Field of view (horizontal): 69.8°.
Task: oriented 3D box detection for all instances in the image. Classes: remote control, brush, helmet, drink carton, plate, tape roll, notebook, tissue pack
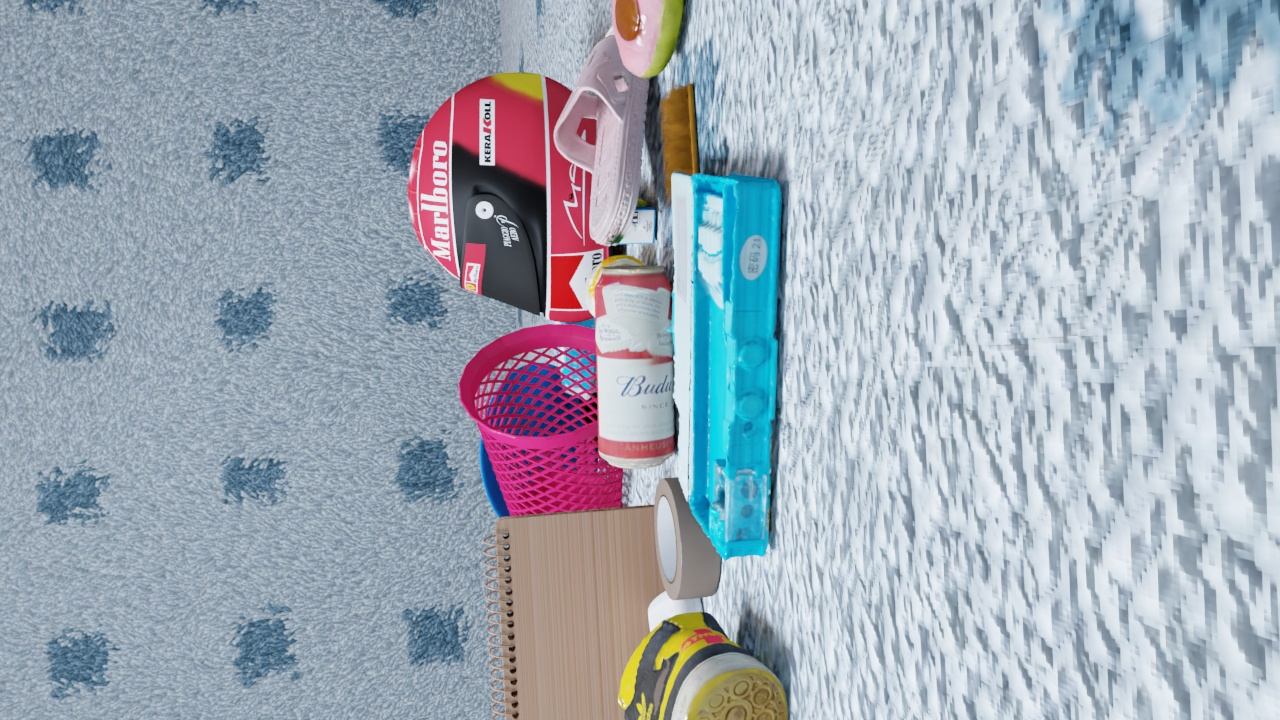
[{"bbox_3d":[0.034,0.250,0.731,0.060,0.025,0.138,-49,42,50],"label":"remote control"},{"bbox_3d":[0.031,-0.141,0.696,0.048,0.017,0.126,162,105,-78],"label":"brush"},{"bbox_3d":[-0.063,0.050,1.191,0.041,0.020,0.151,40,-153,-43],"label":"remote control"},{"bbox_3d":[-0.139,-0.174,1.004,0.197,0.224,0.271,-111,22,-70],"label":"helmet"},{"bbox_3d":[-0.018,-0.143,0.876,0.129,0.044,0.039,-122,31,-64],"label":"drink carton"},{"bbox_3d":[-0.131,0.115,1.169,0.024,0.223,0.224,-4,88,35],"label":"plate"},{"bbox_3d":[0.035,0.138,0.714,0.094,0.030,0.093,176,91,-79],"label":"tape roll"},{"bbox_3d":[-0.044,0.234,0.784,0.022,0.169,0.210,169,97,-79],"label":"notebook"},{"bbox_3d":[-0.081,-0.030,1.176,0.093,0.061,0.144,98,164,-47],"label":"tissue pack"}]

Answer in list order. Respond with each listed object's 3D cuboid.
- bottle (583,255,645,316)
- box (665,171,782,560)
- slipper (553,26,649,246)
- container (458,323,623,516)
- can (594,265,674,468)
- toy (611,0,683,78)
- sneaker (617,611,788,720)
[{"bbox_3d":[-0.024,-0.064,0.876,0.109,0.063,0.063,172,95,-79],"label":"bottle"},{"bbox_3d":[0.045,-0.009,0.608,0.182,0.039,0.227,-127,36,-73],"label":"box"},{"bbox_3d":[-0.037,-0.211,0.808,0.094,0.064,0.238,130,146,-54],"label":"slipper"},{"bbox_3d":[-0.092,0.104,1.028,0.183,0.183,0.226,-106,10,-50],"label":"container"},{"bbox_3d":[-0.005,0.005,0.786,0.067,0.067,0.170,-143,51,-76],"label":"can"},{"bbox_3d":[0.003,-0.278,0.712,0.090,0.051,0.109,102,162,-49],"label":"toy"},{"bbox_3d":[0.035,0.280,0.604,0.122,0.086,0.239,-142,54,-68],"label":"sneaker"}]
